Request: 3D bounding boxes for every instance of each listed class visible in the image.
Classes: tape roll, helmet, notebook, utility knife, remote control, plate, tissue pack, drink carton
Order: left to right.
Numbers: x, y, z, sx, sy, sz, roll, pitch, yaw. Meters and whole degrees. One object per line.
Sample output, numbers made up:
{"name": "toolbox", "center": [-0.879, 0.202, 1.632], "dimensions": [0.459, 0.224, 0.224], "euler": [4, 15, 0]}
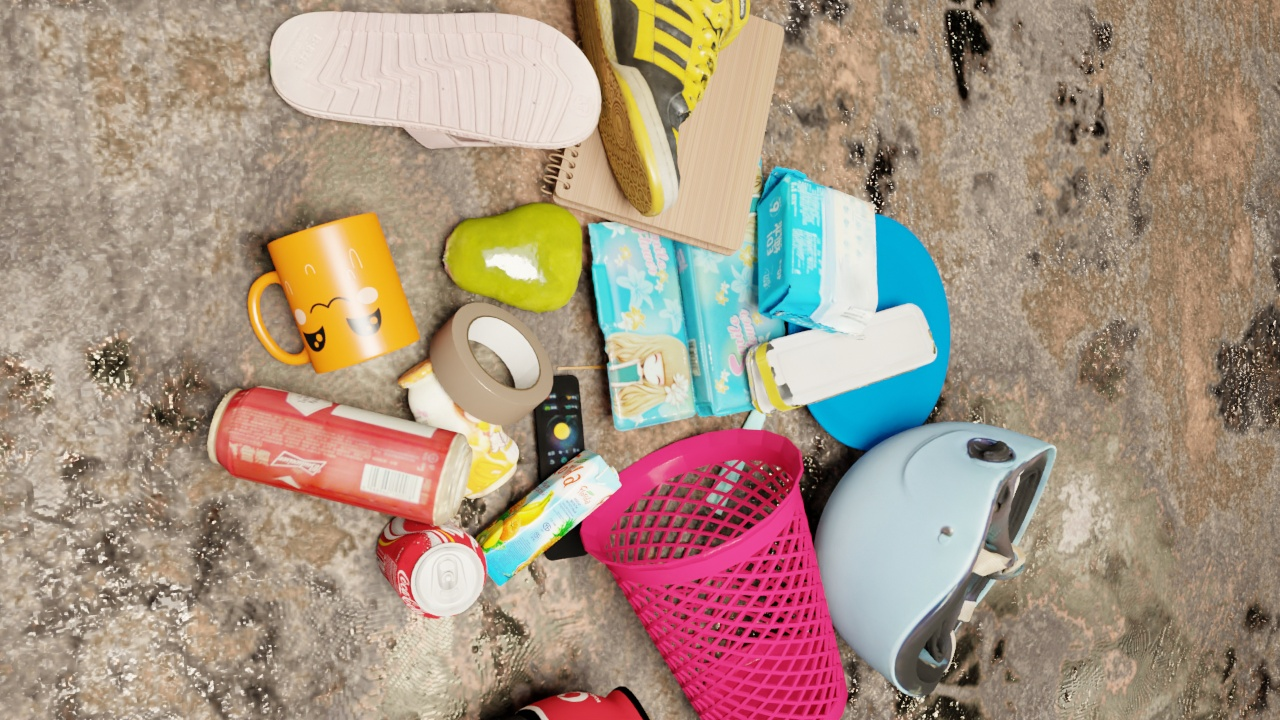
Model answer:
{"name": "tape roll", "center": [-0.112, 0.002, 0.700], "dimensions": [0.093, 0.030, 0.093], "euler": [33, 34, -27]}
{"name": "helmet", "center": [-0.099, 0.392, 0.659], "dimensions": [0.224, 0.198, 0.271], "euler": [-3, 85, -25]}
{"name": "drink carton", "center": [-0.074, 0.121, 0.724], "dimensions": [0.128, 0.044, 0.038], "euler": [-38, 105, -13]}
{"name": "remote control", "center": [-0.066, 0.088, 0.761], "dimensions": [0.041, 0.020, 0.152], "euler": [-4, 92, -23]}
{"name": "notebook", "center": [0.022, -0.208, 0.758], "dimensions": [0.169, 0.022, 0.210], "euler": [15, 76, -12]}
{"name": "utility knife", "center": [0.093, 0.083, 0.838], "dimensions": [0.022, 0.015, 0.120], "euler": [35, 76, -31]}
{"name": "tissue pack", "center": [0.148, -0.090, 0.777], "dimensions": [0.092, 0.062, 0.144], "euler": [12, 67, -21]}
{"name": "plate", "center": [0.217, -0.027, 0.878], "dimensions": [0.224, 0.024, 0.224], "euler": [0, 90, -35]}
{"name": "helmet", "center": [0.260, 0.152, 0.824], "dimensions": [0.264, 0.167, 0.226], "euler": [-31, 141, -32]}

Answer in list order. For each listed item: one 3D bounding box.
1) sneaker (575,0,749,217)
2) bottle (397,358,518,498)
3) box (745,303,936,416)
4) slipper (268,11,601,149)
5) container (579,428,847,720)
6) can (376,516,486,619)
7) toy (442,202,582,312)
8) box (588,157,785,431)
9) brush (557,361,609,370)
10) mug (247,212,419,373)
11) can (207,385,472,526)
{"name": "sneaker", "center": [0.027, -0.228, 0.704], "dimensions": [0.122, 0.086, 0.238], "euler": [-11, 80, -13]}
{"name": "bottle", "center": [-0.141, 0.051, 0.702], "dimensions": [0.063, 0.063, 0.109], "euler": [-36, 105, -20]}
{"name": "box", "center": [0.180, -0.003, 0.820], "dimensions": [0.209, 0.045, 0.065], "euler": [-14, 85, -34]}
{"name": "slipper", "center": [-0.149, -0.209, 0.690], "dimensions": [0.239, 0.064, 0.094], "euler": [4, 89, -8]}
{"name": "container", "center": [0.078, 0.200, 0.758], "dimensions": [0.182, 0.183, 0.226], "euler": [-31, 111, -21]}
{"name": "can", "center": [-0.154, 0.148, 0.674], "dimensions": [0.064, 0.105, 0.064], "euler": [-1, 92, -25]}
{"name": "toy", "center": [-0.099, -0.084, 0.723], "dimensions": [0.109, 0.051, 0.090], "euler": [4, 87, -23]}
{"name": "box", "center": [0.040, -0.063, 0.782], "dimensions": [0.181, 0.039, 0.227], "euler": [-9, 91, -32]}
{"name": "brush", "center": [-0.005, 0.005, 0.788], "dimensions": [0.126, 0.017, 0.048], "euler": [-2, 92, -25]}
{"name": "mug", "center": [-0.227, -0.043, 0.659], "dimensions": [0.113, 0.077, 0.096], "euler": [-16, 100, 7]}
{"name": "can", "center": [-0.206, 0.065, 0.640], "dimensions": [0.170, 0.067, 0.067], "euler": [13, 85, -1]}
